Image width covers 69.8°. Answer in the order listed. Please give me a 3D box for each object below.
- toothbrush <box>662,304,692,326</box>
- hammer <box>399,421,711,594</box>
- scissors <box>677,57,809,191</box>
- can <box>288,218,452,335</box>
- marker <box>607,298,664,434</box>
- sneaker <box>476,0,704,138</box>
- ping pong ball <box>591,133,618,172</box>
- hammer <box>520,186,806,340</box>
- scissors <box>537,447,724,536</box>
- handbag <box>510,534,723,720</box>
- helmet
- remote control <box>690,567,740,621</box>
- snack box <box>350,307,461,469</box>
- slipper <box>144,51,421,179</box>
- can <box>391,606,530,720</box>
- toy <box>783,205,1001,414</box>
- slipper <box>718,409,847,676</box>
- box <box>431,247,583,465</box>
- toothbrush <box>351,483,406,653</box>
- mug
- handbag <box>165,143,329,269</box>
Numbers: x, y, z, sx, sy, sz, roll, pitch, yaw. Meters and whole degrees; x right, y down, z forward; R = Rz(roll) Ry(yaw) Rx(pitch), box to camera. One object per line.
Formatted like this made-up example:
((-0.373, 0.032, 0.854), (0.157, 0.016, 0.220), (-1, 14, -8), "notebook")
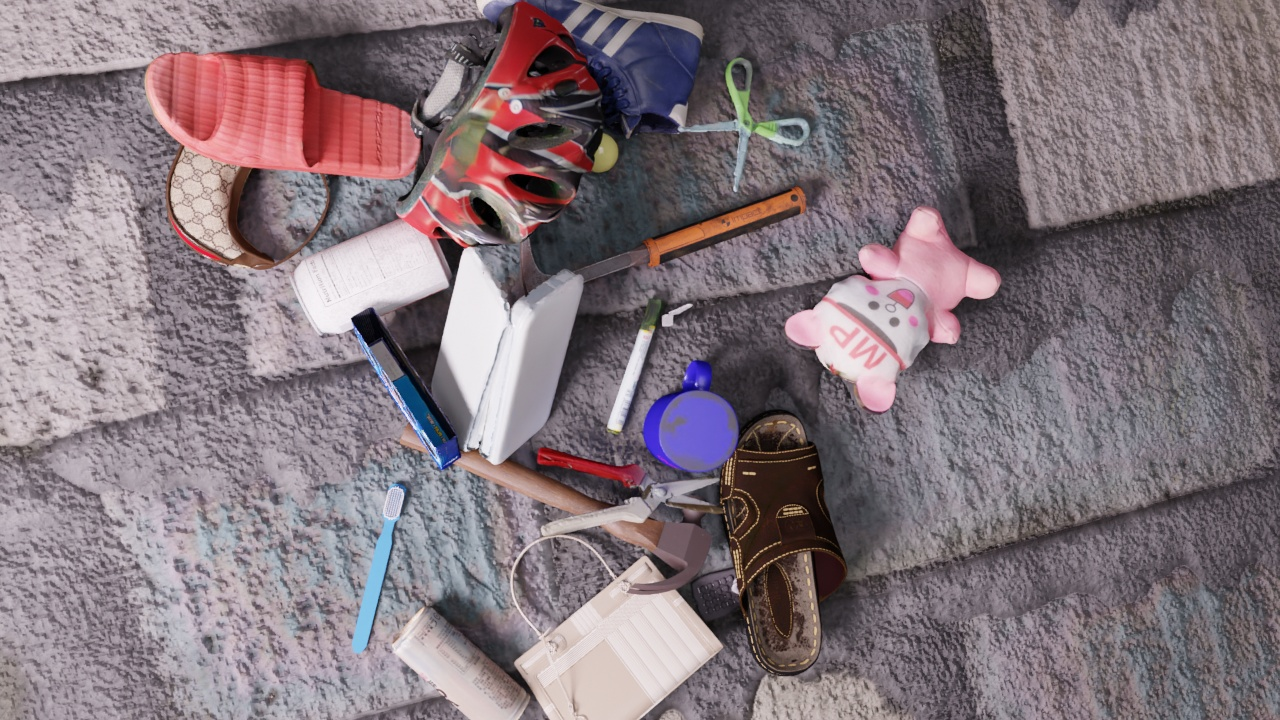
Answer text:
((0.035, -0.042, 0.875), (0.010, 0.181, 0.010), (1, 89, -5), "toothbrush")
((-0.083, 0.134, 0.909), (0.323, 0.033, 0.115), (24, 57, -3), "hammer")
((0.115, -0.245, 0.960), (0.167, 0.023, 0.171), (19, 65, -26), "scissors")
((-0.256, -0.082, 0.878), (0.136, 0.078, 0.078), (-25, 91, -10), "can")
((-0.006, 0.006, 0.948), (0.017, 0.017, 0.146), (19, 83, -8), "marker")
((-0.053, -0.291, 0.926), (0.233, 0.091, 0.118), (4, 88, -18), "sneaker")
((-0.043, -0.214, 0.942), (0.040, 0.040, 0.040), (1, 86, -10), "ping pong ball")
((0.024, -0.131, 0.954), (0.314, 0.035, 0.138), (-21, 90, -11), "hammer")
((-0.019, 0.130, 0.905), (0.187, 0.015, 0.178), (40, 53, 10), "scissors")
((-0.049, 0.261, 0.916), (0.175, 0.062, 0.198), (-38, 85, -10), "handbag")
((-0.123, -0.200, 0.818), (0.167, 0.271, 0.218), (31, 111, -15), "helmet")
((0.115, 0.231, 0.960), (0.124, 0.009, 0.046), (-19, 90, -10), "remote control")
((-0.219, 0.028, 0.860), (0.027, 0.082, 0.150), (-31, 76, -19), "snack box")
((-0.318, -0.227, 0.848), (0.248, 0.059, 0.103), (8, 77, -30), "slipper")
((-0.173, 0.299, 0.883), (0.135, 0.054, 0.054), (44, 81, -5), "can")
((0.266, -0.055, 0.966), (0.142, 0.084, 0.213), (45, 79, -2), "toy")
((0.144, 0.181, 0.927), (0.113, 0.076, 0.267), (-1, 79, -10), "slipper")
((-0.144, -0.013, 0.846), (0.124, 0.216, 0.106), (30, 42, 12), "box")
((-0.256, 0.203, 0.894), (0.016, 0.014, 0.166), (14, 85, -9), "toothbrush")
((0.052, 0.054, 0.921), (0.079, 0.083, 0.111), (11, 85, -9), "mug")
((-0.370, -0.171, 0.881), (0.138, 0.063, 0.166), (23, 79, -25), "handbag")
